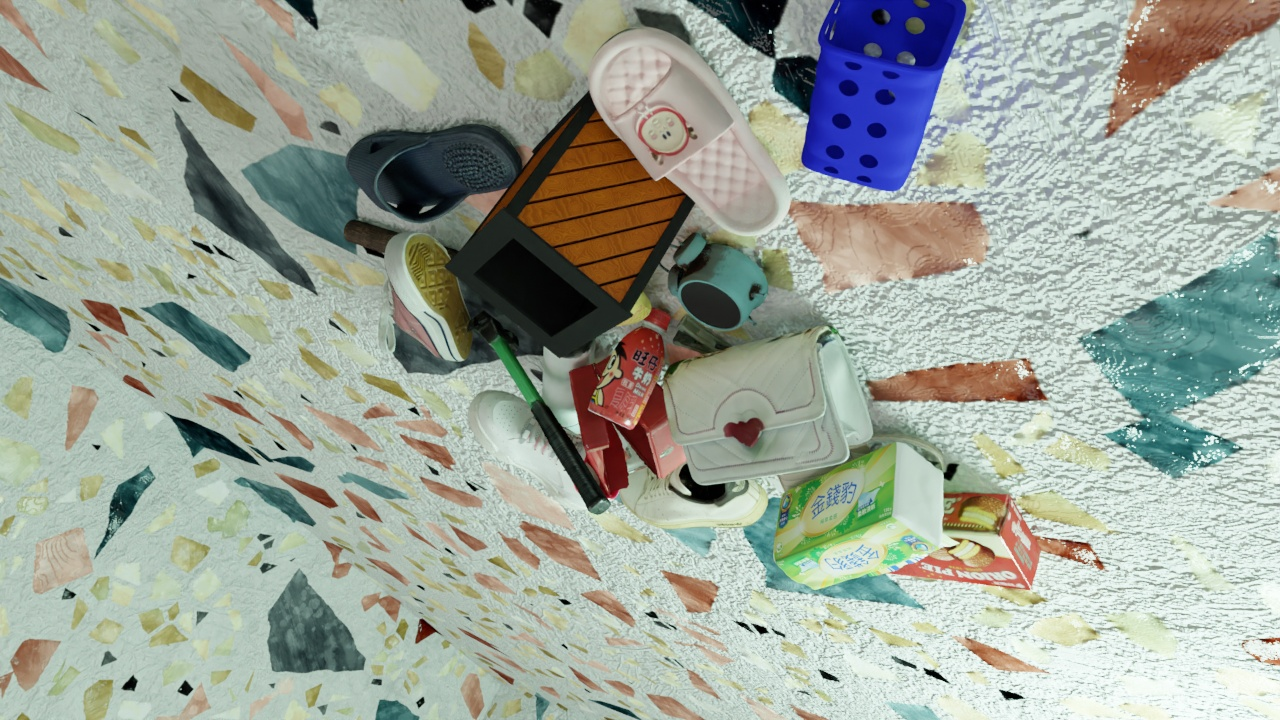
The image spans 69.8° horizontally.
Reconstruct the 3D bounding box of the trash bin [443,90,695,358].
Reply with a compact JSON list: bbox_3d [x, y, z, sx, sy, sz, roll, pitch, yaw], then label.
[{"bbox_3d":[-0.058,-0.126,0.853,0.139,0.171,0.140,39,149,-16],"label":"trash bin"}]

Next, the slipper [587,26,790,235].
[{"bbox_3d":[0.042,-0.185,0.784,0.107,0.055,0.221,-24,124,41],"label":"slipper"}]

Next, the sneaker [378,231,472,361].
[{"bbox_3d":[-0.275,-0.075,1.119,0.088,0.118,0.241,5,151,9],"label":"sneaker"}]

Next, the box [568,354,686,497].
[{"bbox_3d":[-0.011,0.072,1.158,0.127,0.137,0.157,-20,151,0],"label":"box"}]

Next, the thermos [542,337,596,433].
[{"bbox_3d":[-0.098,0.026,1.229,0.068,0.067,0.231,25,151,9],"label":"thermos"}]

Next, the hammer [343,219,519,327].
[{"bbox_3d":[-0.254,-0.151,1.126,0.301,0.037,0.218,18,148,20],"label":"hammer"}]

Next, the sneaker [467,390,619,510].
[{"bbox_3d":[-0.116,0.116,1.226,0.105,0.090,0.236,-14,128,47],"label":"sneaker"}]

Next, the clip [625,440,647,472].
[{"bbox_3d":[0.000,0.132,1.318,0.044,0.101,0.054,94,156,-55],"label":"clip"}]

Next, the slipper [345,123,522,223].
[{"bbox_3d":[-0.241,-0.193,1.005,0.264,0.082,0.101,2,143,38],"label":"slipper"}]

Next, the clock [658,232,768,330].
[{"bbox_3d":[0.069,-0.081,0.933,0.124,0.053,0.090,27,150,11],"label":"clock"}]

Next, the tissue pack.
[{"bbox_3d":[0.270,0.198,1.057,0.141,0.120,0.198,34,144,-20],"label":"tissue pack"}]

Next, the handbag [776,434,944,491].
[{"bbox_3d":[0.256,0.114,1.083,0.198,0.062,0.176,1,140,27],"label":"handbag"}]

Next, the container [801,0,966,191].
[{"bbox_3d":[0.167,-0.192,0.648,0.085,0.084,0.114,20,150,14],"label":"container"}]

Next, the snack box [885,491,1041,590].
[{"bbox_3d":[0.353,0.216,1.128,0.237,0.060,0.113,-5,134,45],"label":"snack box"}]

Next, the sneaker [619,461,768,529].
[{"bbox_3d":[0.056,0.182,1.304,0.242,0.088,0.102,-2,146,36],"label":"sneaker"}]

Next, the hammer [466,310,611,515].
[{"bbox_3d":[-0.127,0.058,1.138,0.318,0.032,0.130,54,-178,29],"label":"hammer"}]

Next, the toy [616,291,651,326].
[{"bbox_3d":[-0.062,-0.074,1.025,0.171,0.064,0.155,13,170,25],"label":"toy"}]

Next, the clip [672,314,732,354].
[{"bbox_3d":[0.075,-0.020,1.052,0.076,0.023,0.061,28,152,7],"label":"clip"}]

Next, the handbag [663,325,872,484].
[{"bbox_3d":[0.130,0.049,0.981,0.199,0.096,0.142,-16,96,39],"label":"handbag"}]

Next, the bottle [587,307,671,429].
[{"bbox_3d":[-0.006,0.006,1.047,0.062,0.137,0.062,24,176,2],"label":"bottle"}]
